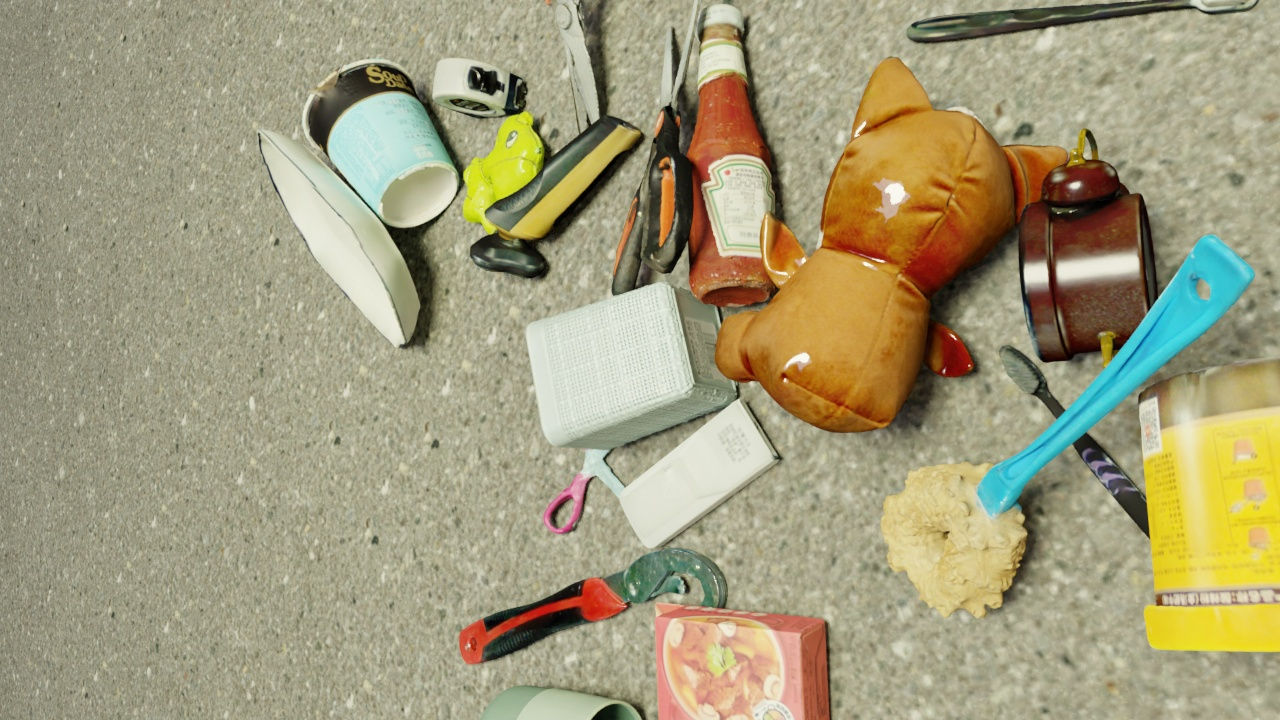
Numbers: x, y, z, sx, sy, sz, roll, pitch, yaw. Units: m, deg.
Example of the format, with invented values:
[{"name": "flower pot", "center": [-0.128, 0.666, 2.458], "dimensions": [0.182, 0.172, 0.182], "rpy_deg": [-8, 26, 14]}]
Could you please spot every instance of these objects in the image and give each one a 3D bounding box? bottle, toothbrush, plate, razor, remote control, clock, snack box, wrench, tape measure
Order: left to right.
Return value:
[{"name": "plate", "center": [-0.278, -0.119, 0.854], "dimensions": [0.266, 0.034, 0.162], "rpy_deg": [41, 152, 35]}, {"name": "tape measure", "center": [-0.141, -0.229, 0.773], "dimensions": [0.066, 0.066, 0.033], "rpy_deg": [7, 89, 39]}, {"name": "razor", "center": [-0.065, -0.127, 0.719], "dimensions": [0.168, 0.062, 0.067], "rpy_deg": [-40, 93, 24]}, {"name": "wrench", "center": [-0.049, 0.192, 0.699], "dimensions": [0.274, 0.016, 0.056], "rpy_deg": [-24, 71, 34]}, {"name": "remote control", "center": [0.037, 0.081, 0.631], "dimensions": [0.125, 0.024, 0.049], "rpy_deg": [-41, 68, 26]}, {"name": "snack box", "center": [0.054, 0.219, 0.585], "dimensions": [0.127, 0.044, 0.113], "rpy_deg": [-4, 88, 34]}, {"name": "bottle", "center": [0.057, -0.140, 0.614], "dimensions": [0.060, 0.059, 0.206], "rpy_deg": [-13, 72, 37]}, {"name": "toothbrush", "center": [0.231, -0.191, 0.504], "dimensions": [0.181, 0.018, 0.015], "rpy_deg": [9, 95, 40]}, {"name": "clock", "center": [0.223, -0.054, 0.457], "dimensions": [0.055, 0.082, 0.122], "rpy_deg": [-5, 84, 34]}, {"name": "toothbrush", "center": [0.246, 0.065, 0.472], "dimensions": [0.014, 0.016, 0.189], "rpy_deg": [-46, 62, 27]}]

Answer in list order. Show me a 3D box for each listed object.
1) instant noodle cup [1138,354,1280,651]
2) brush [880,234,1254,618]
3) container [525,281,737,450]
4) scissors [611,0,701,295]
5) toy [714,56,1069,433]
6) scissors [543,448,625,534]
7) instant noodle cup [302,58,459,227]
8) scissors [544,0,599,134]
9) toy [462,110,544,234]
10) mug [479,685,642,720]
[{"name": "instant noodle cup", "center": [0.273, 0.063, 0.390], "dimensions": [0.119, 0.118, 0.114], "rpy_deg": [-15, 70, 37]}, {"name": "brush", "center": [0.194, 0.043, 0.443], "dimensions": [0.083, 0.045, 0.255], "rpy_deg": [65, 146, 35]}, {"name": "container", "center": [-0.004, 0.004, 0.626], "dimensions": [0.112, 0.089, 0.090], "rpy_deg": [-19, 74, 28]}, {"name": "scissors", "center": [0.011, -0.139, 0.633], "dimensions": [0.220, 0.021, 0.228], "rpy_deg": [-95, 21, -48]}, {"name": "toy", "center": [0.136, -0.057, 0.517], "dimensions": [0.130, 0.140, 0.200], "rpy_deg": [-107, 41, -72]}, {"name": "scissors", "center": [-0.041, 0.077, 0.703], "dimensions": [0.133, 0.017, 0.135], "rpy_deg": [47, 110, 28]}, {"name": "instant noodle cup", "center": [-0.225, -0.186, 0.819], "dimensions": [0.111, 0.111, 0.120], "rpy_deg": [-46, 67, 27]}, {"name": "scissors", "center": [-0.067, -0.279, 0.701], "dimensions": [0.199, 0.015, 0.205], "rpy_deg": [45, 137, 23]}, {"name": "toy", "center": [-0.114, -0.155, 0.769], "dimensions": [0.100, 0.031, 0.096], "rpy_deg": [-5, 83, 43]}, {"name": "mug", "center": [-0.055, 0.292, 0.661], "dimensions": [0.107, 0.082, 0.112], "rpy_deg": [-7, 113, 38]}]
